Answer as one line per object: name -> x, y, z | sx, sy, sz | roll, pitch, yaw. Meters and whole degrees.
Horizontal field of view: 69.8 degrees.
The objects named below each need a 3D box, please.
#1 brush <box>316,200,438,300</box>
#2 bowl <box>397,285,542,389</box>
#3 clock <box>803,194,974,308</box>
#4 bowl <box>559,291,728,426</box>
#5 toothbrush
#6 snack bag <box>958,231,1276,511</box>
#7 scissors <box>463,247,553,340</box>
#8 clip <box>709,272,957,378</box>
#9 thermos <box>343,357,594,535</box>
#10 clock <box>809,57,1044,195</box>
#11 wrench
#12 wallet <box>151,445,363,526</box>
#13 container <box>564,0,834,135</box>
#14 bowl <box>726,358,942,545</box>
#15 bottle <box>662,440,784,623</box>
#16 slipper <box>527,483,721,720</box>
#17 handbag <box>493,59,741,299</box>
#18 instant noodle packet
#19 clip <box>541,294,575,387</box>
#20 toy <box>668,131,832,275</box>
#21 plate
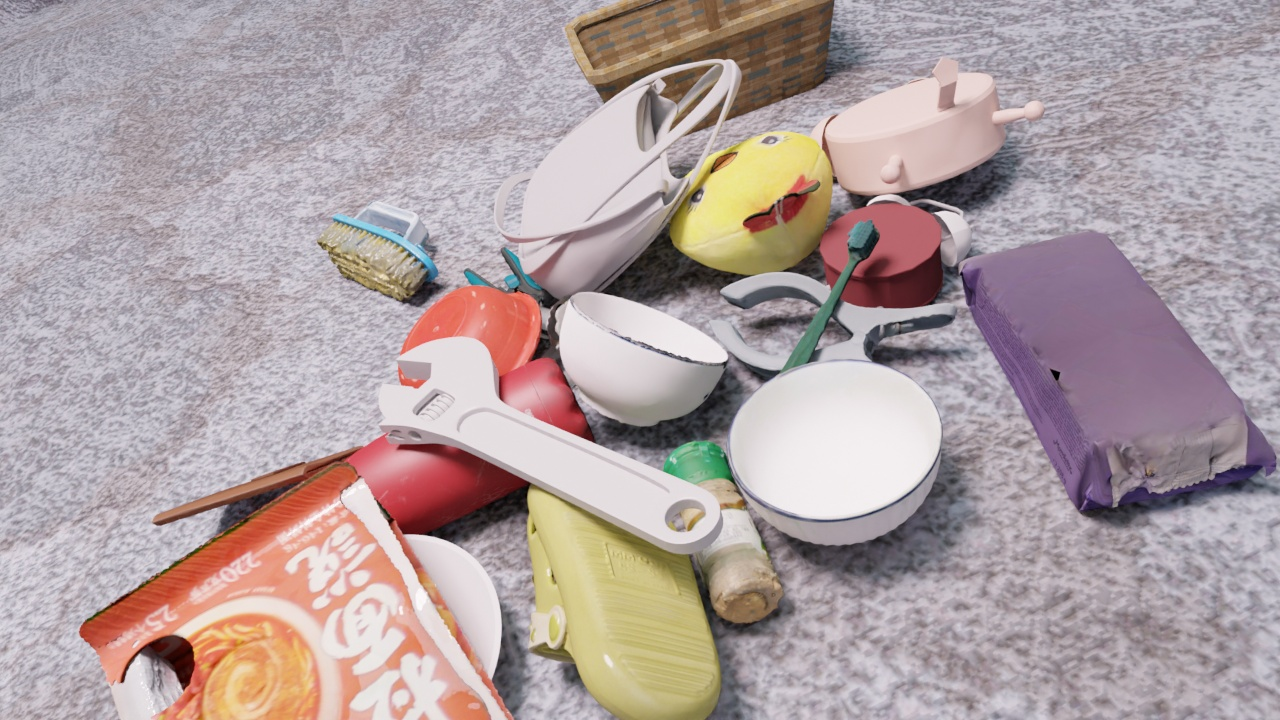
brush -> -0.229, -0.104, 0.847 | 0.136, 0.055, 0.075 | 22, 61, 37
bowl -> -0.137, -0.011, 0.686 | 0.131, 0.045, 0.130 | -27, 40, 25
clock -> 0.181, -0.078, 0.662 | 0.124, 0.044, 0.087 | -40, 45, -21
bowl -> -0.004, 0.004, 0.618 | 0.113, 0.063, 0.113 | 20, 16, -6
toothbrush -> 0.105, -0.010, 0.591 | 0.016, 0.017, 0.189 | 24, 79, 34
snack bag -> 0.268, -0.007, 0.541 | 0.096, 0.058, 0.205 | -15, 42, 7
scissors -> -0.103, -0.059, 0.777 | 0.131, 0.019, 0.149 | -2, 43, 21
clip -> 0.117, -0.003, 0.612 | 0.163, 0.028, 0.106 | 11, 76, 32
thermos -> -0.150, 0.079, 0.606 | 0.239, 0.073, 0.073 | -26, 41, -6
clock -> 0.211, -0.189, 0.722 | 0.131, 0.086, 0.160 | -24, 16, -4
wrench -> -0.060, 0.042, 0.533 | 0.274, 0.018, 0.086 | 18, 51, 37
wallet -> -0.265, 0.086, 0.645 | 0.121, 0.013, 0.087 | -18, 2, 11
container -> 0.053, -0.339, 0.887 | 0.250, 0.186, 0.157 | -20, 41, 0
bowl -> 0.113, 0.061, 0.526 | 0.118, 0.062, 0.117 | -12, 41, 10
bottle -> 0.046, 0.097, 0.531 | 0.043, 0.043, 0.111 | -21, 42, -1
slipper -> -0.017, 0.135, 0.497 | 0.091, 0.082, 0.190 | 15, 21, -23
handbag -> -0.011, -0.170, 0.742 | 0.223, 0.095, 0.215 | -39, 33, 27
instant noodle packet -> -0.162, 0.184, 0.464 | 0.164, 0.084, 0.221 | -33, 54, -15
clip -> -0.046, -0.018, 0.693 | 0.057, 0.054, 0.101 | 41, 62, 4
toy -> 0.080, -0.128, 0.728 | 0.134, 0.092, 0.207 | -33, 32, 0
plate -> -0.155, 0.182, 0.524 | 0.174, 0.036, 0.173 | -11, 42, 10
